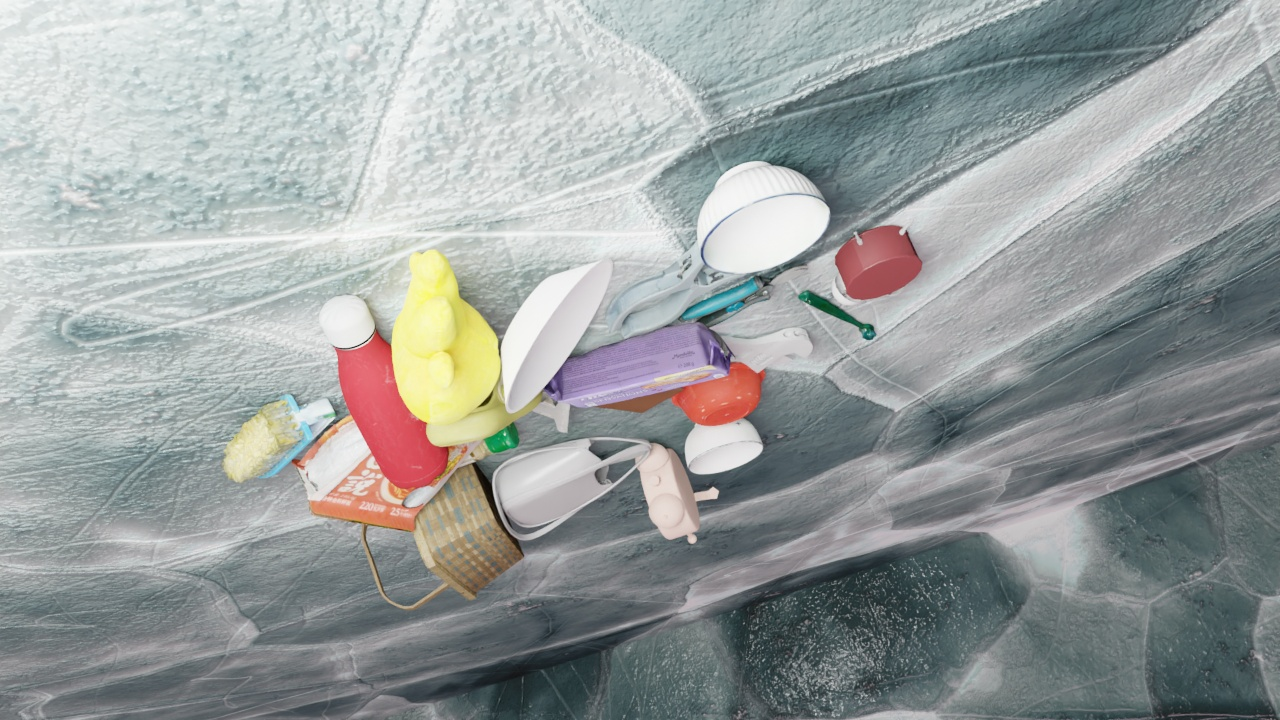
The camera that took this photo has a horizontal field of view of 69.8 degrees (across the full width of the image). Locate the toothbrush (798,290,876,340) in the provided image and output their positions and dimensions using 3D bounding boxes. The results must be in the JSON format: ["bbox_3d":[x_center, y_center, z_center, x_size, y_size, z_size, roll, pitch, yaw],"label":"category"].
[{"bbox_3d":[0.243,-0.053,1.115,0.016,0.017,0.189,-31,151,29],"label":"toothbrush"}]

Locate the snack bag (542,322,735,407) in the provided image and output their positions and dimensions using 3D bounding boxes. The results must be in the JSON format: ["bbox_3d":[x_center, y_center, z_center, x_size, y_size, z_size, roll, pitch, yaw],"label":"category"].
[{"bbox_3d":[-0.006,0.006,1.002,0.206,0.058,0.096,-13,170,14],"label":"snack bag"}]

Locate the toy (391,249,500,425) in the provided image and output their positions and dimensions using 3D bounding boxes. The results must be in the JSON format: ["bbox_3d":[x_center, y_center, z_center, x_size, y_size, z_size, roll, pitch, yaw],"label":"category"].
[{"bbox_3d":[-0.174,-0.017,0.804,0.092,0.133,0.208,-7,157,-5],"label":"toy"}]

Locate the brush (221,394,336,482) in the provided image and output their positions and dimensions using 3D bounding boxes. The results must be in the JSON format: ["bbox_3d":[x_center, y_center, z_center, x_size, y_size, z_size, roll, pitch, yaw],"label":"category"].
[{"bbox_3d":[-0.394,0.088,0.996,0.136,0.055,0.075,-36,170,36],"label":"brush"}]

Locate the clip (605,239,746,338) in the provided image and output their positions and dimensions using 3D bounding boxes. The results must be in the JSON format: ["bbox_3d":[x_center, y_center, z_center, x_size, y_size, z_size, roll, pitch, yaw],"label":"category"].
[{"bbox_3d":[0.021,-0.074,0.931,0.164,0.027,0.106,-30,152,28],"label":"clip"}]

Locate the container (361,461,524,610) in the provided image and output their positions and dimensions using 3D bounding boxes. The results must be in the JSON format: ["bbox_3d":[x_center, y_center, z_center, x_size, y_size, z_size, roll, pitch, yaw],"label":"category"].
[{"bbox_3d":[-0.282,0.243,1.262,0.186,0.157,0.250,-25,156,-7],"label":"container"}]

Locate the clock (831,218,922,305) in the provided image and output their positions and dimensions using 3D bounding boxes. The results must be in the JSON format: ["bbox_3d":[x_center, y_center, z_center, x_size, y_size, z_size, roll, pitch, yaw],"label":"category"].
[{"bbox_3d":[0.254,-0.100,0.992,0.087,0.044,0.125,-13,155,-5],"label":"clock"}]

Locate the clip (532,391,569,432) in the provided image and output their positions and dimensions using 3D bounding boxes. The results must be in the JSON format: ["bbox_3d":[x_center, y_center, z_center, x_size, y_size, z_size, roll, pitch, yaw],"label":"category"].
[{"bbox_3d":[-0.105,0.051,1.122,0.057,0.054,0.102,-44,165,-25],"label":"clip"}]

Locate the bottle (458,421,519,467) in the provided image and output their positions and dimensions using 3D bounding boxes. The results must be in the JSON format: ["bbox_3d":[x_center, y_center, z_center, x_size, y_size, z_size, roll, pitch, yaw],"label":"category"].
[{"bbox_3d":[-0.209,0.107,1.154,0.111,0.043,0.043,-21,155,12],"label":"bottle"}]

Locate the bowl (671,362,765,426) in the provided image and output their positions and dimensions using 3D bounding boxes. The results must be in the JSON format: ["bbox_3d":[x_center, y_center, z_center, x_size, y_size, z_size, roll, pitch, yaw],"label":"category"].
[{"bbox_3d":[0.109,0.052,1.220,0.130,0.045,0.131,-13,155,-6],"label":"bowl"}]

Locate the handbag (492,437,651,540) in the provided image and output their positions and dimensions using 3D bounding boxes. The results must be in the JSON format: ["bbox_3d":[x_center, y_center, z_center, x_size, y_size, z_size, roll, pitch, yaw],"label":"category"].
[{"bbox_3d":[-0.088,0.162,1.284,0.222,0.095,0.216,-21,157,-1],"label":"handbag"}]

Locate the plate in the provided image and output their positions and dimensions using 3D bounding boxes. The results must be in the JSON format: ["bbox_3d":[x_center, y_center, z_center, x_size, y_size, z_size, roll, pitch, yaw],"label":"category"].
[{"bbox_3d":[-0.090,-0.033,0.874,0.173,0.036,0.174,-55,173,-10],"label":"plate"}]

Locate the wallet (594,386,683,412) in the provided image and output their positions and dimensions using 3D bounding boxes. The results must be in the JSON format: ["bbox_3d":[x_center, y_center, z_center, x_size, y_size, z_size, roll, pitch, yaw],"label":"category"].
[{"bbox_3d":[-0.015,0.043,1.167,0.120,0.013,0.088,10,149,-43],"label":"wallet"}]

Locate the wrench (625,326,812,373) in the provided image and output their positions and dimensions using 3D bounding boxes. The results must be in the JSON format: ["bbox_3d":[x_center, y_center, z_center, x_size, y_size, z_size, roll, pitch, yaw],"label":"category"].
[{"bbox_3d":[0.100,-0.022,1.097,0.272,0.018,0.087,8,146,-39],"label":"wrench"}]

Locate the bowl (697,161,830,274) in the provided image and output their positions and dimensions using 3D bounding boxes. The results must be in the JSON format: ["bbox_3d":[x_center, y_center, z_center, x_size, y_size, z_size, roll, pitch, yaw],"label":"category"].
[{"bbox_3d":[0.102,-0.134,0.813,0.118,0.062,0.118,-13,155,-6],"label":"bowl"}]

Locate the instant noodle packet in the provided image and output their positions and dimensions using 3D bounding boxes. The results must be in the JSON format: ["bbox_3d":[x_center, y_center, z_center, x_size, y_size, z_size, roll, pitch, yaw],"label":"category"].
[{"bbox_3d":[-0.262,0.089,1.058,0.221,0.084,0.164,-44,145,13],"label":"instant noodle packet"}]

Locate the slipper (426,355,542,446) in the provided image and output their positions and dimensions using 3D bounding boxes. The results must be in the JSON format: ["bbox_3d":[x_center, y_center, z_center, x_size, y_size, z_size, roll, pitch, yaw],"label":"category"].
[{"bbox_3d":[-0.168,0.032,0.951,0.092,0.081,0.190,-13,-170,14],"label":"slipper"}]

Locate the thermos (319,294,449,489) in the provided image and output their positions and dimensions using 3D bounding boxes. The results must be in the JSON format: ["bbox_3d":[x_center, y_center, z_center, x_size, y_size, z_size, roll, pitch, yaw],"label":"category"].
[{"bbox_3d":[-0.251,0.031,0.894,0.073,0.073,0.240,-14,137,-4],"label":"thermos"}]

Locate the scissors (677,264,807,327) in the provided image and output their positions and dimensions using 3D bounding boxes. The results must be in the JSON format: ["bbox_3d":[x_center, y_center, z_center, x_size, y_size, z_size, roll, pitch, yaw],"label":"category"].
[{"bbox_3d":[0.110,-0.066,1.009,0.130,0.019,0.150,-5,152,-26],"label":"scissors"}]

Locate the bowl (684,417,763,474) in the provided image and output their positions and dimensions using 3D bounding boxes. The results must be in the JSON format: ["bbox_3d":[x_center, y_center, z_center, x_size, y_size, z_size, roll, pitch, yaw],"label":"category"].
[{"bbox_3d":[0.115,0.116,1.333,0.113,0.063,0.114,-13,154,-6],"label":"bowl"}]

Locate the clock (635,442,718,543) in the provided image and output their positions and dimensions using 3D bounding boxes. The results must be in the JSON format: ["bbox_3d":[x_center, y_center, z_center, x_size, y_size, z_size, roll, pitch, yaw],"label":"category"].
[{"bbox_3d":[0.054,0.197,1.384,0.086,0.131,0.160,-23,153,16],"label":"clock"}]
